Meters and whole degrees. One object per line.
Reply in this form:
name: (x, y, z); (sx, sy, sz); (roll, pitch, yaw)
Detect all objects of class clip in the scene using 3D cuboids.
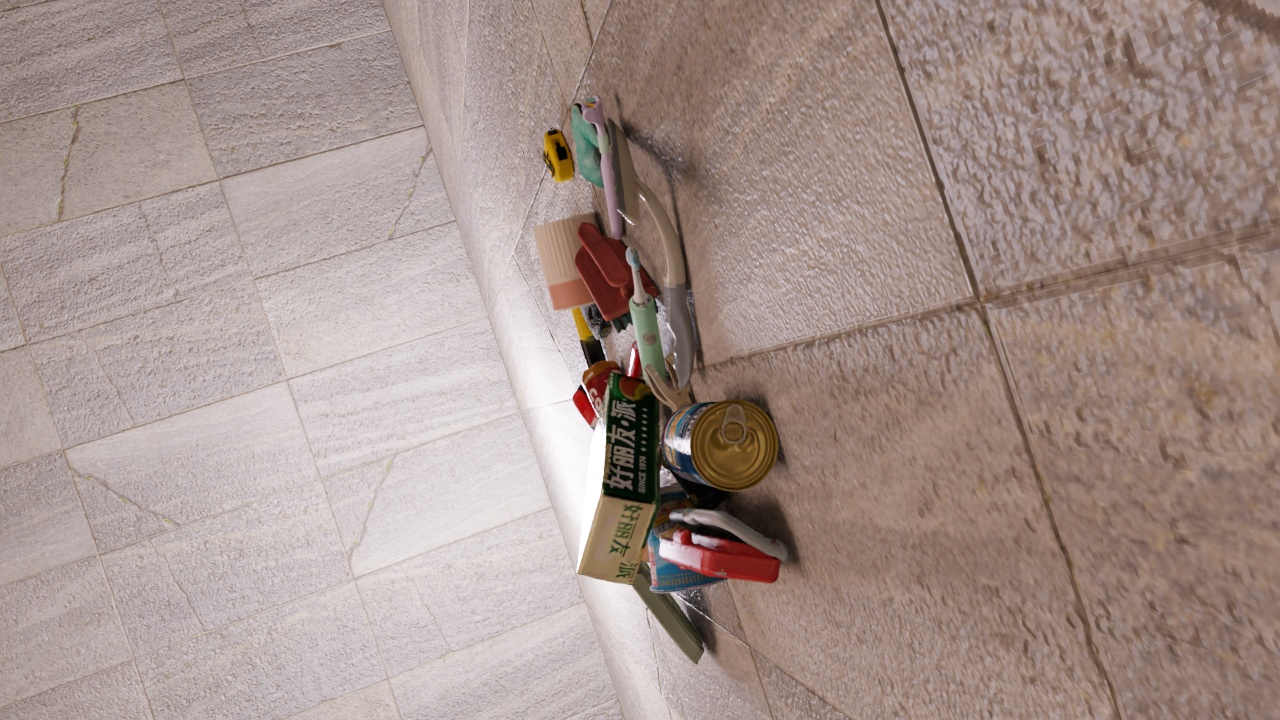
clip: (0.040, 0.043, 0.969); (0.098, 0.034, 0.064); (61, 164, 8)

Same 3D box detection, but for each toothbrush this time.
toothbrush: (-0.036, -0.190, 0.945); (0.021, 0.029, 0.189); (22, 151, 21)
toothbrush: (0.005, -0.041, 0.948); (0.225, 0.026, 0.027); (78, 171, -54)

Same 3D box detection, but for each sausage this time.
sausage: (-0.007, 0.007, 1.135); (0.156, 0.020, 0.020); (104, 145, -67)

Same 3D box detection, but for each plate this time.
plate: (0.020, 0.334, 1.321); (0.230, 0.027, 0.230); (53, 177, 4)

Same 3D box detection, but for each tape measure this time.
tape measure: (-0.107, -0.254, 1.163); (0.060, 0.029, 0.057); (100, 148, -66)

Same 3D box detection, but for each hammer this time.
hammer: (-0.075, -0.034, 1.335); (0.129, 0.032, 0.301); (-155, 48, -73)

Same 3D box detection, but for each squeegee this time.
squeegee: (0.024, -0.078, 0.846); (0.246, 0.039, 0.247); (-97, -9, -60)

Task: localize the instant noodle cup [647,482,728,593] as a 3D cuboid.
instant noodle cup: (0.047, 0.195, 1.029); (0.099, 0.099, 0.110); (151, 107, -77)

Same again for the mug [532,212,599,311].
mug: (-0.080, -0.123, 1.140); (0.114, 0.082, 0.106); (-80, -24, -81)

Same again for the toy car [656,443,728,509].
toy car: (0.051, 0.113, 0.942); (0.090, 0.042, 0.035); (54, 167, -12)

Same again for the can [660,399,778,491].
can: (0.065, 0.073, 0.800); (0.111, 0.075, 0.075); (162, 89, -78)

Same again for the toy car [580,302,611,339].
toy car: (-0.065, -0.076, 1.236); (0.049, 0.031, 0.106); (-125, 22, -47)

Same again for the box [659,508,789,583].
box: (0.079, 0.172, 0.889); (0.201, 0.090, 0.068); (141, 138, -76)

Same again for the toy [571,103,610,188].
toy: (-0.052, -0.226, 0.977); (0.096, 0.030, 0.092); (46, 155, 50)

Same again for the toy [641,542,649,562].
toy: (0.000, 0.215, 1.288); (0.226, 0.082, 0.143); (135, 116, -81)

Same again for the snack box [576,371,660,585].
snack box: (-0.022, 0.122, 1.006); (0.239, 0.063, 0.115); (-88, 12, -62)

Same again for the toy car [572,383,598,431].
toy car: (-0.050, 0.080, 1.296); (0.120, 0.045, 0.053); (48, 142, 17)

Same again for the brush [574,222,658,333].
brush: (-0.034, -0.099, 1.003); (0.145, 0.063, 0.069); (59, 174, 50)

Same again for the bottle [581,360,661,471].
bottle: (-0.023, 0.080, 1.220); (0.058, 0.057, 0.174); (88, 159, -52)
